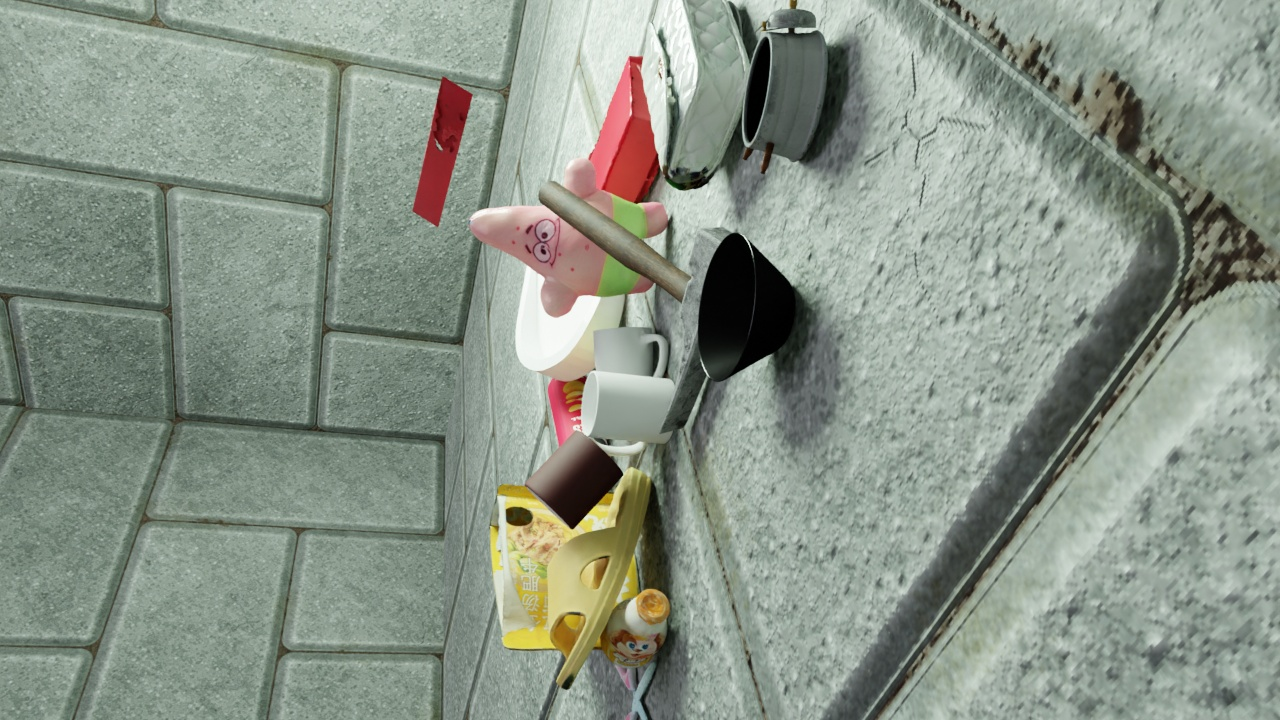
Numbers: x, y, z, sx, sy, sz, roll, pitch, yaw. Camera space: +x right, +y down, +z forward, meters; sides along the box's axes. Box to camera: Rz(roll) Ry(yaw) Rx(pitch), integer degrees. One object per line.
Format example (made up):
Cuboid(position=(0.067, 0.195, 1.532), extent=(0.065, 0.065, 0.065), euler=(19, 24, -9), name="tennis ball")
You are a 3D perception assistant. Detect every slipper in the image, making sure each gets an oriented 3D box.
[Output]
Cuboid(position=(-0.055, 0.220, 0.997), extent=(0.100, 0.078, 0.262), euler=(-59, 7, 47), name="slipper")

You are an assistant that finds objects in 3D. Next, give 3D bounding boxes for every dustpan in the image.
Cuboid(position=(-0.109, -0.099, 1.319), extent=(0.192, 0.053, 0.257), euler=(-26, 56, 36), name="dustpan")

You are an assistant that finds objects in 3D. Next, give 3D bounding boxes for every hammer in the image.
Cuboid(position=(-0.024, -0.086, 0.982), extent=(0.300, 0.037, 0.218), euler=(39, 126, 38), name="hammer")

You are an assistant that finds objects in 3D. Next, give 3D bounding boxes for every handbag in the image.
Cuboid(position=(0.046, -0.285, 0.936), extent=(0.139, 0.072, 0.194), euler=(112, 158, -44), name="handbag")

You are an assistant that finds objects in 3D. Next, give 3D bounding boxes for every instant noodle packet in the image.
Cuboid(position=(-0.088, 0.250, 1.080), extent=(0.221, 0.163, 0.084), euler=(-108, 31, -54), name="instant noodle packet")

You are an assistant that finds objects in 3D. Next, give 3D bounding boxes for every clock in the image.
Cuboid(position=(0.120, -0.230, 0.743), extent=(0.103, 0.056, 0.148), euler=(-102, 18, -69), name="clock")

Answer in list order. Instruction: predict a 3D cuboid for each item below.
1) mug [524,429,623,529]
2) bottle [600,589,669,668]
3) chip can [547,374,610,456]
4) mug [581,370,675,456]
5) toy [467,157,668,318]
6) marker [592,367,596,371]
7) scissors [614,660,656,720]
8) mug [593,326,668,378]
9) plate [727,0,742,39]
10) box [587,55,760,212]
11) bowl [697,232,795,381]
Cuboid(position=(-0.069, 0.138, 1.019), extent=(0.073, 0.082, 0.106), euler=(37, 165, 29), name="mug")
Cuboid(position=(-0.002, 0.275, 0.952), extent=(0.109, 0.063, 0.063), euler=(114, 156, -49), name="bottle")
Cuboid(position=(-0.087, 0.096, 1.297), extent=(0.220, 0.069, 0.069), euler=(-111, 31, -58), name="chip can")
Cuboid(position=(-0.018, 0.067, 1.037), extent=(0.073, 0.090, 0.111), euler=(-103, 25, -48), name="mug")
Cuboid(position=(-0.090, -0.147, 1.103), extent=(0.096, 0.237, 0.192), euler=(-89, 8, -80), name="toy")
Cuboid(position=(-0.053, 0.039, 1.296), extent=(0.146, 0.017, 0.017), euler=(-109, 30, -56), name="marker")
Cuboid(position=(-0.012, 0.378, 1.037), extent=(0.175, 0.013, 0.171), euler=(-107, 28, -52), name="scissors")
Cuboid(position=(-0.006, 0.006, 1.088), extent=(0.107, 0.071, 0.089), euler=(-6, 87, 45), name="mug")
Cuboid(position=(0.078, -0.292, 0.987), extent=(0.178, 0.012, 0.178), euler=(-174, 91, -74), name="plate")
Cuboid(position=(0.064, -0.305, 1.292), extent=(0.148, 0.373, 0.214), euler=(52, 138, 22), name="box")
Cuboid(position=(0.094, -0.041, 0.765), extent=(0.124, 0.052, 0.124), euler=(-174, 91, -74), name="bowl")
